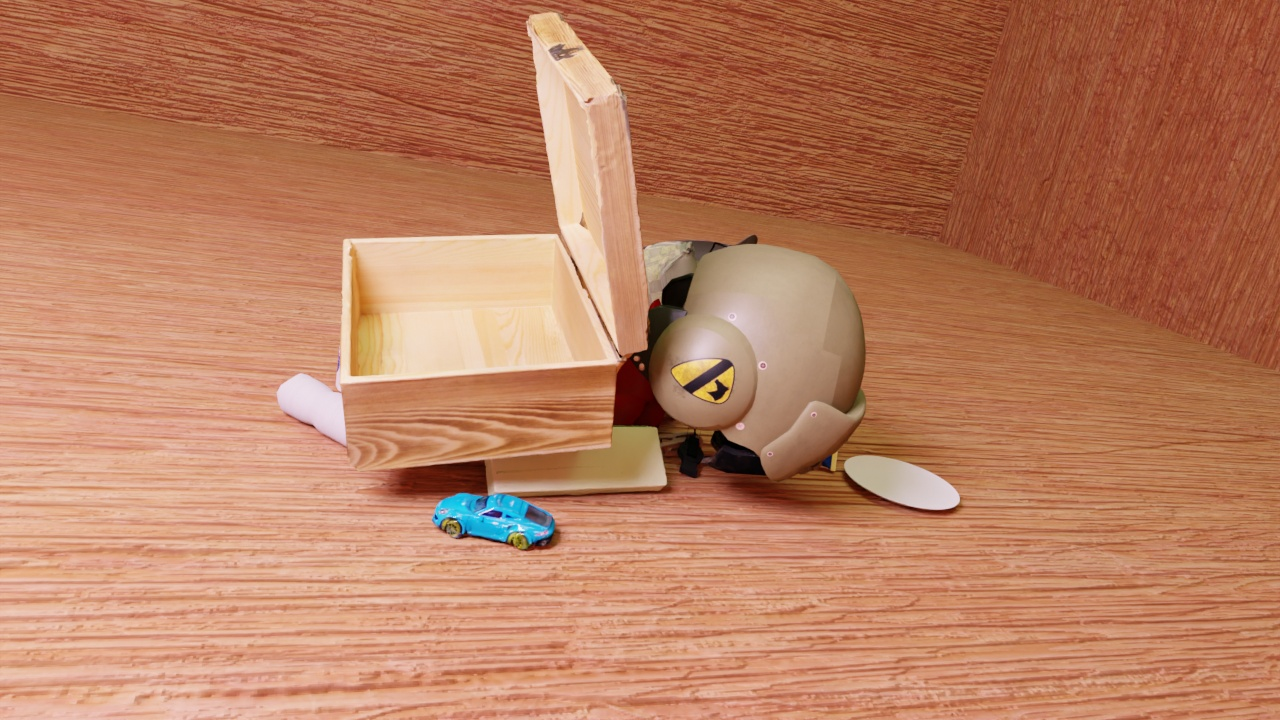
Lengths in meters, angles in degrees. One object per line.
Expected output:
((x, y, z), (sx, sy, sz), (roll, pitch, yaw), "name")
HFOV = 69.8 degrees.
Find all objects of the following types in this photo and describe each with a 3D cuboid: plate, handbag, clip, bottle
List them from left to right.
((-0.302, 0.054, 0.908), (0.136, 0.044, 0.044), (22, 20, 29), "bottle")
((0.000, -0.114, 1.303), (0.186, 0.113, 0.116), (-7, 30, 5), "handbag")
((0.043, 0.096, 1.040), (0.061, 0.026, 0.049), (12, 19, 6), "clip")
((0.304, 0.146, 1.075), (0.134, 0.011, 0.134), (11, 17, -4), "plate")

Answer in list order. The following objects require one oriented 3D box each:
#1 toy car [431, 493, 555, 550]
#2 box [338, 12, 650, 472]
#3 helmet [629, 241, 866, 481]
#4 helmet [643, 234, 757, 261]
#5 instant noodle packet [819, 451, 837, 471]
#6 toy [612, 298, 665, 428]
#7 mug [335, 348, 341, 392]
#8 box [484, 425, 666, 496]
((-0.126, 0.135, 0.793), (0.105, 0.032, 0.048), (10, 18, -1), "toy car")
((-0.124, -0.122, 0.826), (0.286, 0.337, 0.279), (-2, 31, -16), "box")
((0.111, 0.012, 0.923), (0.233, 0.256, 0.249), (12, 19, 10), "helmet")
((0.077, -0.111, 1.458), (0.227, 0.153, 0.267), (-5, -11, 14), "helmet")
((0.175, 0.085, 1.118), (0.134, 0.026, 0.086), (14, 47, 5), "instant noodle packet")
((-0.007, 0.007, 1.082), (0.121, 0.158, 0.196), (-16, -1, 24), "toy")
((-0.289, -0.013, 1.050), (0.091, 0.090, 0.121), (14, 18, 6), "mug")
((-0.074, 0.105, 0.927), (0.187, 0.082, 0.098), (1, -23, -25), "box")
